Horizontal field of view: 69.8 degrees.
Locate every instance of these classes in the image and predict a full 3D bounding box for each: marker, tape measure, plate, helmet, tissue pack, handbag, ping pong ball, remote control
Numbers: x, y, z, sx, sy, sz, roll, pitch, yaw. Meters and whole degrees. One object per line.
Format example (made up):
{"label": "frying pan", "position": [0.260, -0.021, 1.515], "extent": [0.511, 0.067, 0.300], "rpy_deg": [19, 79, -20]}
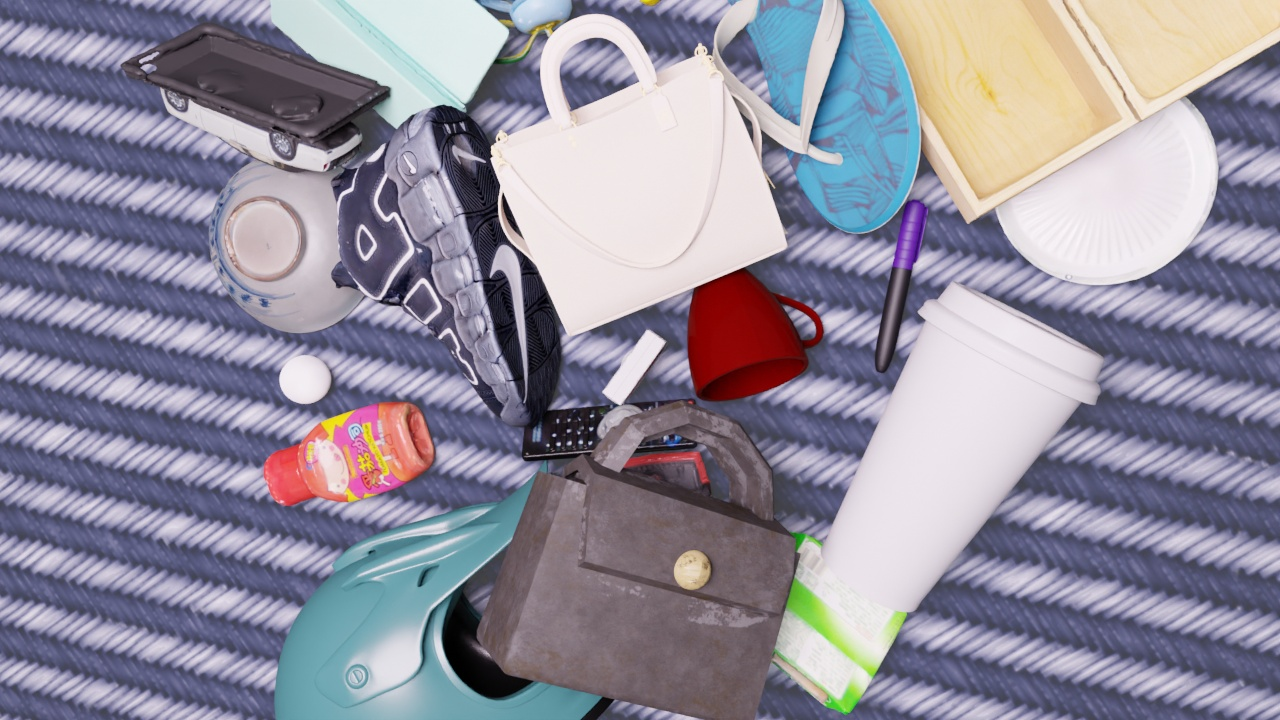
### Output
{"label": "marker", "position": [0.199, -0.056, 0.702], "extent": [0.018, 0.015, 0.134], "rpy_deg": [8, 97, -21]}
{"label": "tape measure", "position": [-0.004, 0.004, 0.712], "extent": [0.020, 0.062, 0.060], "rpy_deg": [36, 93, 3]}
{"label": "plate", "position": [0.339, -0.134, 0.676], "extent": [0.157, 0.014, 0.157], "rpy_deg": [1, 95, 8]}
{"label": "helmet", "position": [-0.147, 0.212, 0.698], "extent": [0.274, 0.176, 0.200], "rpy_deg": [-34, 95, -4]}
{"label": "tissue pack", "position": [0.137, 0.202, 0.705], "extent": [0.114, 0.034, 0.099], "rpy_deg": [39, 69, 2]}
{"label": "handbag", "position": [0.021, 0.129, 0.622], "extent": [0.197, 0.102, 0.199], "rpy_deg": [20, 81, -20]}
{"label": "handbag", "position": [-0.013, -0.143, 0.652], "extent": [0.195, 0.101, 0.198], "rpy_deg": [-22, 117, 6]}
{"label": "ping pong ball", "position": [-0.277, 0.016, 0.760], "extent": [0.040, 0.040, 0.040], "rpy_deg": [1, 95, 7]}
{"label": "remote control", "position": [-0.024, 0.057, 0.734], "extent": [0.140, 0.021, 0.045], "rpy_deg": [-6, 52, 9]}

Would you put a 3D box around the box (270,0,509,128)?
{"label": "box", "position": [-0.198, -0.254, 0.697], "extent": [0.187, 0.052, 0.139], "rpy_deg": [40, 136, 2]}

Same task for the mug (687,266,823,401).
{"label": "mug", "position": [0.085, -0.028, 0.696], "extent": [0.114, 0.087, 0.088], "rpy_deg": [-9, 71, -18]}

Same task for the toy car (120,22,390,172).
{"label": "toy car", "position": [-0.296, -0.195, 0.718], "extent": [0.192, 0.093, 0.071], "rpy_deg": [22, 135, 16]}

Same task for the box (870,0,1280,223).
{"label": "box", "position": [0.278, -0.267, 0.638], "extent": [0.254, 0.068, 0.247], "rpy_deg": [-31, 87, 19]}

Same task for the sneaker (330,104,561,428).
{"label": "sneaker", "position": [-0.164, -0.054, 0.706], "extent": [0.151, 0.097, 0.252], "rpy_deg": [-10, 108, 23]}

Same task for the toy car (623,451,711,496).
{"label": "toy car", "position": [0.024, 0.166, 0.725], "extent": [0.081, 0.056, 0.189], "rpy_deg": [-8, 98, 8]}

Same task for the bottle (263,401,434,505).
{"label": "bottle", "position": [-0.242, 0.080, 0.757], "extent": [0.134, 0.048, 0.071], "rpy_deg": [-18, 94, 9]}

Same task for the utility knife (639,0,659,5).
{"label": "utility knife", "position": [-0.034, -0.350, 0.707], "extent": [0.029, 0.020, 0.172], "rpy_deg": [-35, 89, 7]}

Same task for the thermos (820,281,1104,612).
{"label": "thermos", "position": [0.219, 0.067, 0.662], "extent": [0.131, 0.131, 0.222], "rpy_deg": [27, 105, 4]}

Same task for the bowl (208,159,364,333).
{"label": "bowl", "position": [-0.292, -0.097, 0.744], "extent": [0.151, 0.056, 0.151], "rpy_deg": [1, 96, 8]}

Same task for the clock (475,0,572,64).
{"label": "clock", "position": [-0.100, -0.308, 0.694], "extent": [0.118, 0.060, 0.162], "rpy_deg": [8, 103, 11]}

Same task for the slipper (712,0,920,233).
{"label": "slipper", "position": [0.108, -0.229, 0.655], "extent": [0.118, 0.060, 0.295], "rpy_deg": [-28, 87, 44]}
